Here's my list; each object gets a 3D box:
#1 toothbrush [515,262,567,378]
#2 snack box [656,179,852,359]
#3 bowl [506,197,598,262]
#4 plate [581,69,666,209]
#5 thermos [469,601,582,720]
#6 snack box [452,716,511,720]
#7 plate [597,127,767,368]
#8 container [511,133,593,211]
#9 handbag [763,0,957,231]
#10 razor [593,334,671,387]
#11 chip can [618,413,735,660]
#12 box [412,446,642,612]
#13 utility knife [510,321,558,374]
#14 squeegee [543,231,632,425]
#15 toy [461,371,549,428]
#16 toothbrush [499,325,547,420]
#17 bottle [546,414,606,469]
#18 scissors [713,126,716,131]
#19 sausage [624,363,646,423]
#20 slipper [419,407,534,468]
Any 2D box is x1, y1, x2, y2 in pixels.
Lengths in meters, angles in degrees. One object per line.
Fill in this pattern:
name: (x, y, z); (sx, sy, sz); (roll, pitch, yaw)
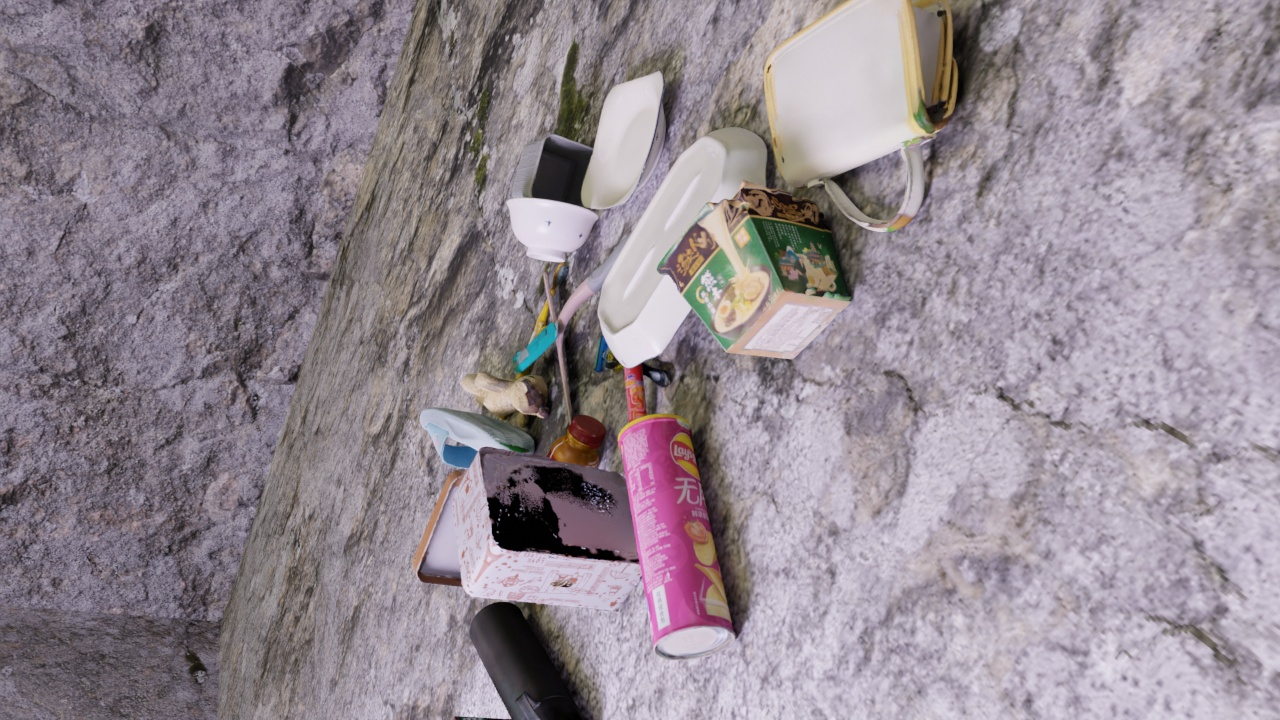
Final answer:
toothbrush: (-0.136, -0.044, 1.257); (0.018, 0.016, 0.191); (38, 110, 50)
snack box: (0.099, -0.064, 0.754); (0.118, 0.118, 0.105); (-50, 48, 39)
bowl: (-0.116, -0.162, 1.169); (0.118, 0.118, 0.064); (4, 84, 61)
plate: (-0.013, -0.259, 1.111); (0.164, 0.034, 0.163); (15, 91, 61)
thermos: (-0.126, 0.343, 0.993); (0.068, 0.090, 0.242); (-37, 27, -12)
snack box: (-0.141, 0.417, 0.953); (0.126, 0.113, 0.053); (37, 109, 59)
plate: (0.030, -0.119, 0.921); (0.266, 0.034, 0.162); (-57, 31, 16)
container: (-0.115, -0.246, 1.237); (0.114, 0.090, 0.090); (20, 94, 65)
handbag: (0.177, -0.185, 0.727); (0.164, 0.063, 0.178); (-12, 82, 59)
razor: (-0.006, 0.006, 0.993); (0.143, 0.022, 0.043); (22, 106, 55)
chip can: (0.029, 0.152, 0.814); (0.072, 0.071, 0.210); (-49, 39, 40)
box: (-0.122, 0.200, 0.946); (0.193, 0.183, 0.156); (-58, 33, 30)
utility knife: (-0.138, -0.015, 1.181); (0.157, 0.013, 0.029); (-36, 61, 54)
squeegee: (-0.055, -0.085, 1.098); (0.250, 0.040, 0.247); (-46, 43, 38)
toy: (-0.181, 0.043, 1.227); (0.157, 0.105, 0.066); (5, 47, 46)
toothbrush: (-0.156, 0.022, 1.243); (0.191, 0.015, 0.016); (-58, 43, 41)
bottle: (-0.091, 0.143, 1.047); (0.175, 0.057, 0.057); (-63, 31, 22)
scissors: (0.075, -0.161, 0.937); (0.175, 0.014, 0.159); (30, 102, 63)
sausage: (-0.003, 0.053, 0.947); (0.020, 0.020, 0.155); (-24, 68, 56)
slipper: (-0.224, 0.115, 1.260); (0.246, 0.104, 0.074); (11, 90, 55)
